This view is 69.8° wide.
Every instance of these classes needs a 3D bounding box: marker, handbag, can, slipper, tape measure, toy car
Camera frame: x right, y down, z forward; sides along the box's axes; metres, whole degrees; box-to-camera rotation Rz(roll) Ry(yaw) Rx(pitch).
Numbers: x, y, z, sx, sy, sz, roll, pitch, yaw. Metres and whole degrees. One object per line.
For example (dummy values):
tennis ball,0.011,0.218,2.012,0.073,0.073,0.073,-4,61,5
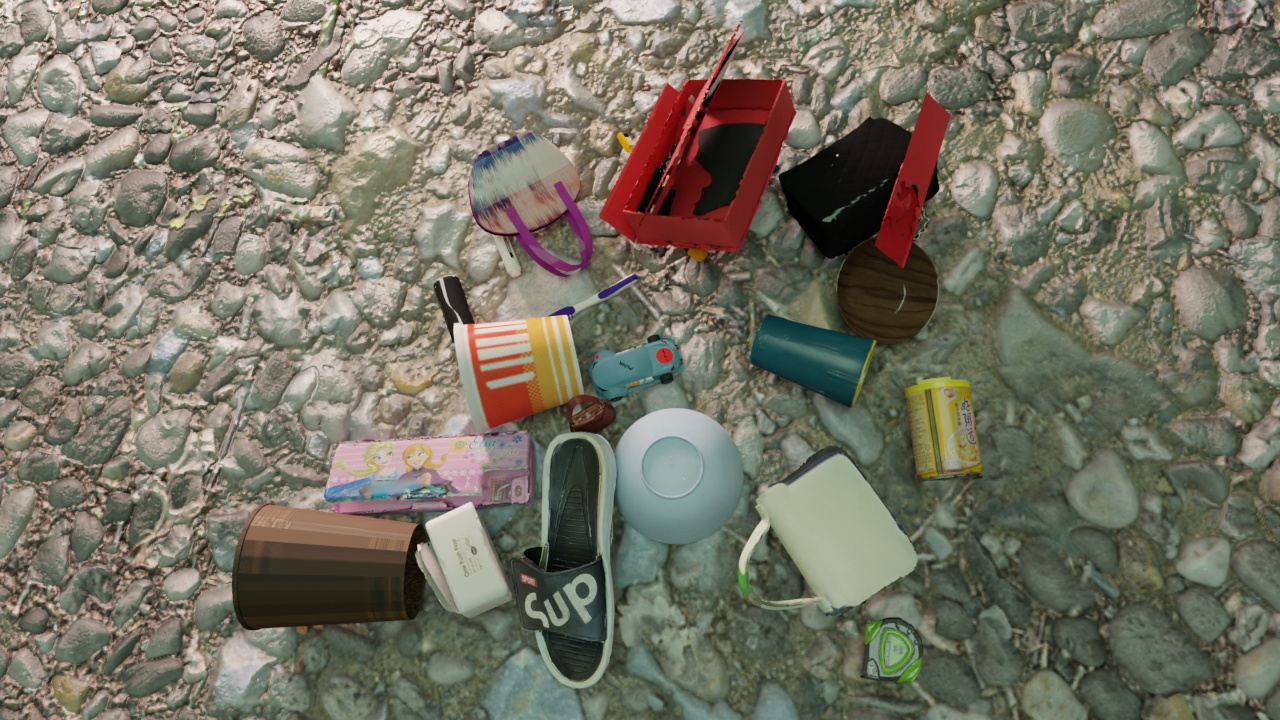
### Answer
marker,-0.173,-0.158,1.102,0.020,0.017,0.133,-16,73,-27
handbag,-0.118,-0.175,1.078,0.144,0.068,0.170,-32,83,-20
handbag,0.170,0.192,0.940,0.175,0.074,0.151,-29,76,-21
can,0.319,0.074,0.966,0.068,0.068,0.105,-5,76,5
handbag,0.247,-0.191,1.043,0.153,0.115,0.125,-34,52,0
slipper,-0.080,0.204,0.958,0.111,0.063,0.263,-3,77,35
can,-0.216,-0.058,1.075,0.031,0.031,0.080,-22,75,0
handbag,-0.059,0.055,0.984,0.055,0.120,0.029,-32,75,-2
tape measure,0.258,0.295,0.936,0.059,0.036,0.065,6,80,17
toy car,-0.006,0.006,1.038,0.108,0.027,0.060,-18,75,2

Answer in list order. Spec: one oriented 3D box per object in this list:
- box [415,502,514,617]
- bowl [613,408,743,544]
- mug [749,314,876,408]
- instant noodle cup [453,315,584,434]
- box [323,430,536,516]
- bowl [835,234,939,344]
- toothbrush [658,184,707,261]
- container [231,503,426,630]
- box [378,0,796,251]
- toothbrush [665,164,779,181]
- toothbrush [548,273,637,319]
box,-0.200,0.221,0.968,0.101,0.102,0.108,-21,75,-10
bowl,0.036,0.119,0.982,0.150,0.075,0.150,-1,77,6
mug,0.185,-0.005,0.999,0.121,0.078,0.078,20,79,15
instant noodle cup,-0.131,0.008,1.009,0.121,0.123,0.123,-12,75,-5
box,-0.233,0.124,1.016,0.230,0.063,0.084,-4,76,6
bowl,0.267,-0.078,1.016,0.119,0.032,0.119,0,92,-9
toothbrush,0.023,-0.196,1.086,0.030,0.031,0.196,-20,68,-32
container,-0.321,0.221,0.975,0.167,0.132,0.132,2,76,1
box,-0.047,-0.279,1.029,0.425,0.128,0.212,24,67,2
toothbrush,0.097,-0.220,1.091,0.135,0.017,0.021,-4,72,8
toothbrush,-0.086,-0.054,1.069,0.186,0.015,0.016,-26,80,-1
